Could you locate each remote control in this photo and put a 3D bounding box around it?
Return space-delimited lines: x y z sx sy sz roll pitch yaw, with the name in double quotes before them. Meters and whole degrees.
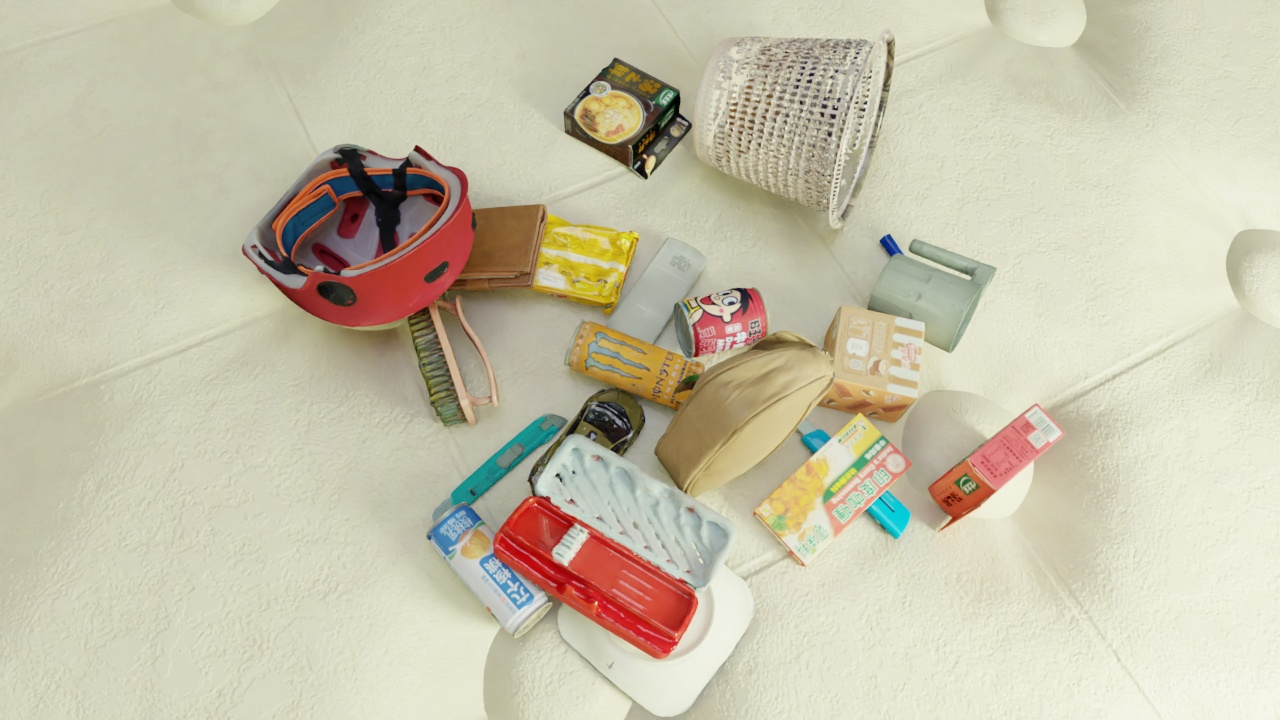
"remote control" 0.020 -0.076 1.060 0.058 0.021 0.149 31 67 8

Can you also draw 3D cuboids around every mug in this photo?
"mug" 0.331 -0.080 1.044 0.103 0.084 0.123 26 62 22

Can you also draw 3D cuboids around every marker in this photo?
"marker" 0.331 -0.090 1.092 0.017 0.017 0.145 -24 69 -14

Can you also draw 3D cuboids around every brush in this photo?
"brush" -0.203 -0.004 0.990 0.073 0.063 0.145 -19 66 -8

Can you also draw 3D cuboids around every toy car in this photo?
"toy car" -0.055 0.092 0.968 0.070 0.042 0.157 32 64 10

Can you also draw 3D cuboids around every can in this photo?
"can" -0.006 0.006 0.998 0.146 0.058 0.058 21 65 3
"can" 0.091 -0.044 1.026 0.093 0.067 0.066 -13 67 -10
"can" -0.148 0.205 0.900 0.053 0.053 0.134 -40 74 -20

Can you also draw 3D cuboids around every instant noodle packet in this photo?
"instant noodle packet" -0.076 -0.114 1.059 0.128 0.044 0.110 14 67 5

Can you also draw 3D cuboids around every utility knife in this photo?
"utility knife" -0.149 0.112 0.966 0.178 0.013 0.029 -41 73 -20
"utility knife" 0.210 0.106 0.993 0.034 0.018 0.208 -38 72 -18

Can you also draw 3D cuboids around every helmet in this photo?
"helmet" -0.275 -0.118 0.979 0.240 0.144 0.206 8 53 21

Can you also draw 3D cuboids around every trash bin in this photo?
"trash bin" 0.174 -0.287 1.079 0.192 0.228 0.227 18 64 18

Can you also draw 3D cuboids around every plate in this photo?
"plate" 0.017 0.245 0.905 0.164 0.034 0.163 36 67 12

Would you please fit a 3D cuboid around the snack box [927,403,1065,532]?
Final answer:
"snack box" 0.356 0.112 0.946 0.127 0.113 0.044 -34 73 -18

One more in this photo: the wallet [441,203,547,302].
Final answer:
"wallet" -0.177 -0.123 1.043 0.131 0.035 0.119 0 68 19

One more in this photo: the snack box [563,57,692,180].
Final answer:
"snack box" -0.014 -0.305 1.153 0.126 0.053 0.113 30 67 15

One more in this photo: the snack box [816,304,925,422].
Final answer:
"snack box" 0.251 0.005 1.009 0.094 0.077 0.092 13 65 2

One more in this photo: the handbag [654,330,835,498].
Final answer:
"handbag" 0.096 0.051 0.911 0.147 0.205 0.099 -22 70 -31

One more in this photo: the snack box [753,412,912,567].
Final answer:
"snack box" 0.200 0.134 0.959 0.155 0.027 0.077 -41 74 -8

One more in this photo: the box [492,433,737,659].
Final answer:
"box" -0.024 0.176 0.892 0.201 0.050 0.160 30 59 10
